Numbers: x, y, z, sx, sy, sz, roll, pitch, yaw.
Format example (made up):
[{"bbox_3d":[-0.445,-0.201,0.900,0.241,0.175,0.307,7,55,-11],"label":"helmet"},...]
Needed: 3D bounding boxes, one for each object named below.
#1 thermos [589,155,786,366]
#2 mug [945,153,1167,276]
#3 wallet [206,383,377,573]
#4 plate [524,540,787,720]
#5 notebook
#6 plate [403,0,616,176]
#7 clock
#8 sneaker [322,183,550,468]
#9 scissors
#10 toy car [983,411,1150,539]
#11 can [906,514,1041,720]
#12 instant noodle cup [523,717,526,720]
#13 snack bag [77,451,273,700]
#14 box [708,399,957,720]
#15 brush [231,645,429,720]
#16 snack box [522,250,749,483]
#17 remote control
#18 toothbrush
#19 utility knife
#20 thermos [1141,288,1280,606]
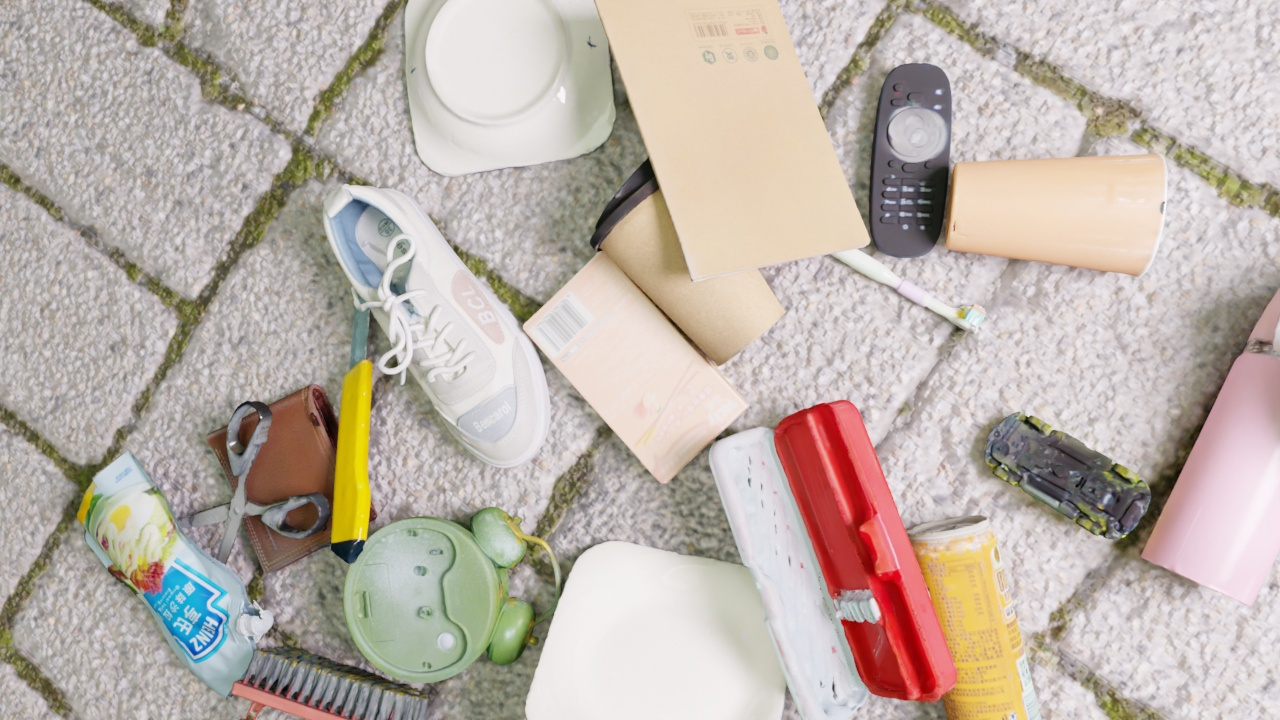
[{"bbox_3d":[0.033,-0.070,0.637,0.093,0.093,0.143,-40,89,6],"label":"thermos"},{"bbox_3d":[0.267,-0.098,0.602,0.123,0.078,0.078,6,89,16],"label":"mug"},{"bbox_3d":[-0.273,0.092,0.714,0.101,0.032,0.124,-28,82,11],"label":"wallet"},{"bbox_3d":[0.017,0.204,0.619,0.164,0.034,0.163,9,45,11],"label":"plate"},{"bbox_3d":[0.063,-0.161,0.623,0.147,0.008,0.207,-14,80,-26],"label":"notebook"},{"bbox_3d":[-0.105,-0.228,0.693,0.164,0.034,0.164,-7,87,10],"label":"plate"},{"bbox_3d":[-0.136,0.168,0.672,0.161,0.056,0.116,-9,87,10],"label":"clock"},{"bbox_3d":[-0.149,-0.029,0.665,0.089,0.090,0.242,-35,83,8],"label":"sneaker"},{"bbox_3d":[-0.303,0.114,0.702,0.159,0.014,0.181,19,105,23],"label":"scissors"},{"bbox_3d":[0.281,0.076,0.611,0.105,0.032,0.048,33,94,21],"label":"toy car"},{"bbox_3d":[0.219,0.180,0.605,0.058,0.058,0.146,-13,85,10],"label":"can"},{"bbox_3d":[-0.029,0.300,0.625,0.124,0.116,0.116,26,93,22],"label":"instant noodle cup"},{"bbox_3d":[-0.363,0.169,0.715,0.191,0.038,0.110,45,109,10],"label":"snack bag"},{"bbox_3d":[0.114,0.136,0.602,0.100,0.096,0.201,-16,82,-27],"label":"box"},{"bbox_3d":[-0.226,0.265,0.682,0.146,0.063,0.069,14,79,9],"label":"brush"},{"bbox_3d":[-0.004,0.004,0.668,0.084,0.026,0.157,-43,82,6],"label":"snack box"},{"bbox_3d":[0.188,-0.138,0.640,0.053,0.024,0.136,5,88,12],"label":"remote control"},{"bbox_3d":[0.154,-0.074,0.647,0.189,0.029,0.020,32,134,11],"label":"toothbrush"},{"bbox_3d":[-0.211,0.040,0.687,0.033,0.015,0.223,-13,68,29],"label":"utility knife"},{"bbox_3d":[0.383,0.048,0.567,0.067,0.087,0.198,29,96,47],"label":"thermos"}]
